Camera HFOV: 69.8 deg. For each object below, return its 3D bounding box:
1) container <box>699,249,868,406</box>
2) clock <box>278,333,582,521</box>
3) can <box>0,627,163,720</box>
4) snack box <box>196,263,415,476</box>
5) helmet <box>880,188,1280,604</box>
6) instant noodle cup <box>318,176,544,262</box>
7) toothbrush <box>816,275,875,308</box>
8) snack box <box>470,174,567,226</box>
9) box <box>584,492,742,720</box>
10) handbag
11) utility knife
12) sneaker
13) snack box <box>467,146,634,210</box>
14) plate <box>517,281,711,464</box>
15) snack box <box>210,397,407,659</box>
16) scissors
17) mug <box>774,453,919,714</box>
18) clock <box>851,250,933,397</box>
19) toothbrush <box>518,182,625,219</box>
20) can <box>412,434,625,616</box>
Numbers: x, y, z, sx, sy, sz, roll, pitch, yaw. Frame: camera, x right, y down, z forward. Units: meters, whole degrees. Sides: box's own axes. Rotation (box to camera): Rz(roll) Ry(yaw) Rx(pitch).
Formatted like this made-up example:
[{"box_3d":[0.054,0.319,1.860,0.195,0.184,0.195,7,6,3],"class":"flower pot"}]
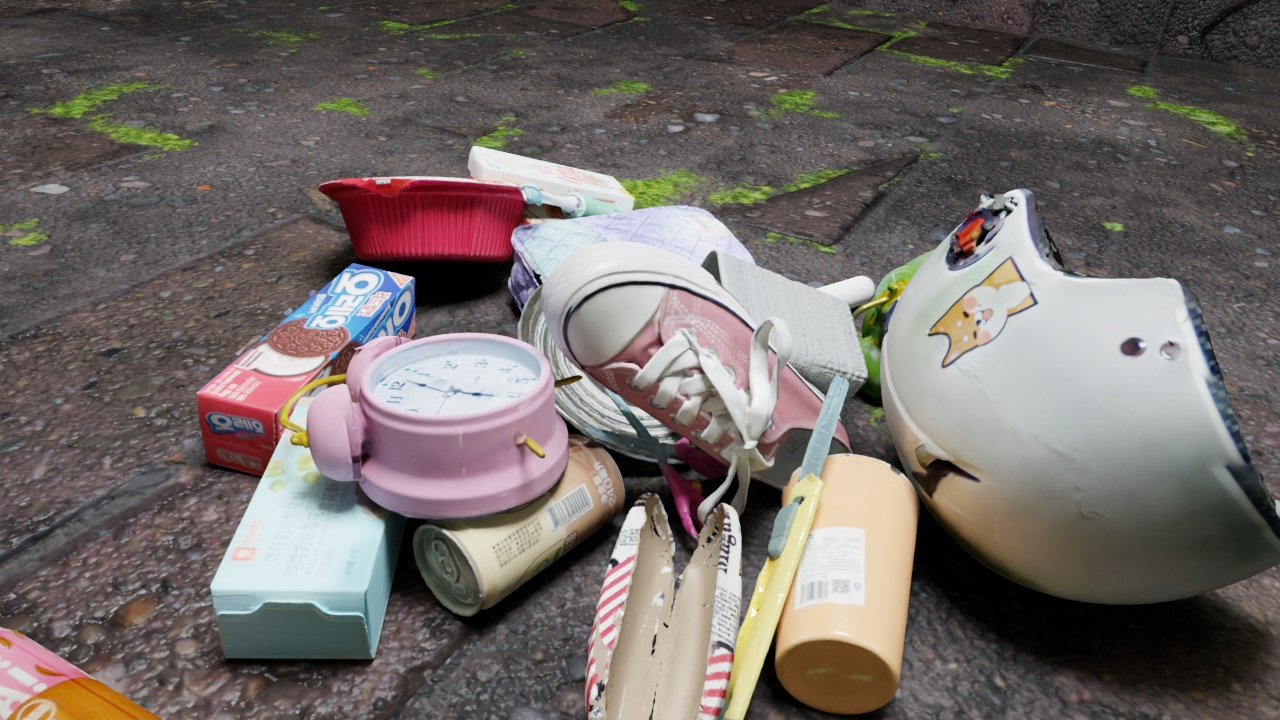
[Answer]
[{"box_3d":[0.085,-0.006,0.637,0.114,0.090,0.090,15,45,-20],"class":"container"},{"box_3d":[-0.117,0.029,0.504,0.158,0.060,0.117,3,27,7],"class":"clock"},{"box_3d":[-0.234,0.161,0.375,0.147,0.058,0.057,18,33,21],"class":"can"},{"box_3d":[-0.227,-0.002,0.653,0.058,0.057,0.207,12,31,7],"class":"snack box"},{"box_3d":[0.228,0.033,0.538,0.157,0.230,0.273,-37,30,10],"class":"helmet"},{"box_3d":[-0.181,-0.119,0.802,0.194,0.066,0.194,1,4,0],"class":"instant noodle cup"},{"box_3d":[0.134,-0.043,0.768,0.220,0.026,0.026,-17,70,-47],"class":"toothbrush"},{"box_3d":[-0.117,-0.167,0.976,0.075,0.025,0.153,-14,36,-29],"class":"snack box"},{"box_3d":[0.024,0.133,0.452,0.083,0.075,0.163,-4,27,11],"class":"box"},{"box_3d":[-0.008,-0.068,0.778,0.193,0.076,0.134,-10,38,-21],"class":"handbag"},{"box_3d":[0.076,0.094,0.474,0.022,0.031,0.220,41,58,-16],"class":"utility knife"},{"box_3d":[0.047,0.022,0.530,0.241,0.118,0.087,36,17,-30],"class":"sneaker"},{"box_3d":[-0.091,-0.179,0.929,0.156,0.027,0.084,7,24,-22],"class":"snack box"},{"box_3d":[-0.004,0.004,0.663,0.179,0.024,0.179,15,45,-15],"class":"plate"},{"box_3d":[-0.173,0.086,0.516,0.074,0.052,0.174,3,30,-6],"class":"snack box"},{"box_3d":[0.017,0.058,0.573,0.133,0.017,0.130,52,28,8],"class":"scissors"},{"box_3d":[0.107,0.117,0.484,0.078,0.078,0.122,10,35,9],"class":"mug"},{"box_3d":[0.219,-0.024,0.696,0.161,0.116,0.056,-4,42,-20],"class":"clock"},{"box_3d":[-0.045,-0.135,0.837,0.026,0.027,0.224,-28,-14,23],"class":"toothbrush"},{"box_3d":[-0.065,0.090,0.518,0.058,0.059,0.116,26,37,31],"class":"can"}]
